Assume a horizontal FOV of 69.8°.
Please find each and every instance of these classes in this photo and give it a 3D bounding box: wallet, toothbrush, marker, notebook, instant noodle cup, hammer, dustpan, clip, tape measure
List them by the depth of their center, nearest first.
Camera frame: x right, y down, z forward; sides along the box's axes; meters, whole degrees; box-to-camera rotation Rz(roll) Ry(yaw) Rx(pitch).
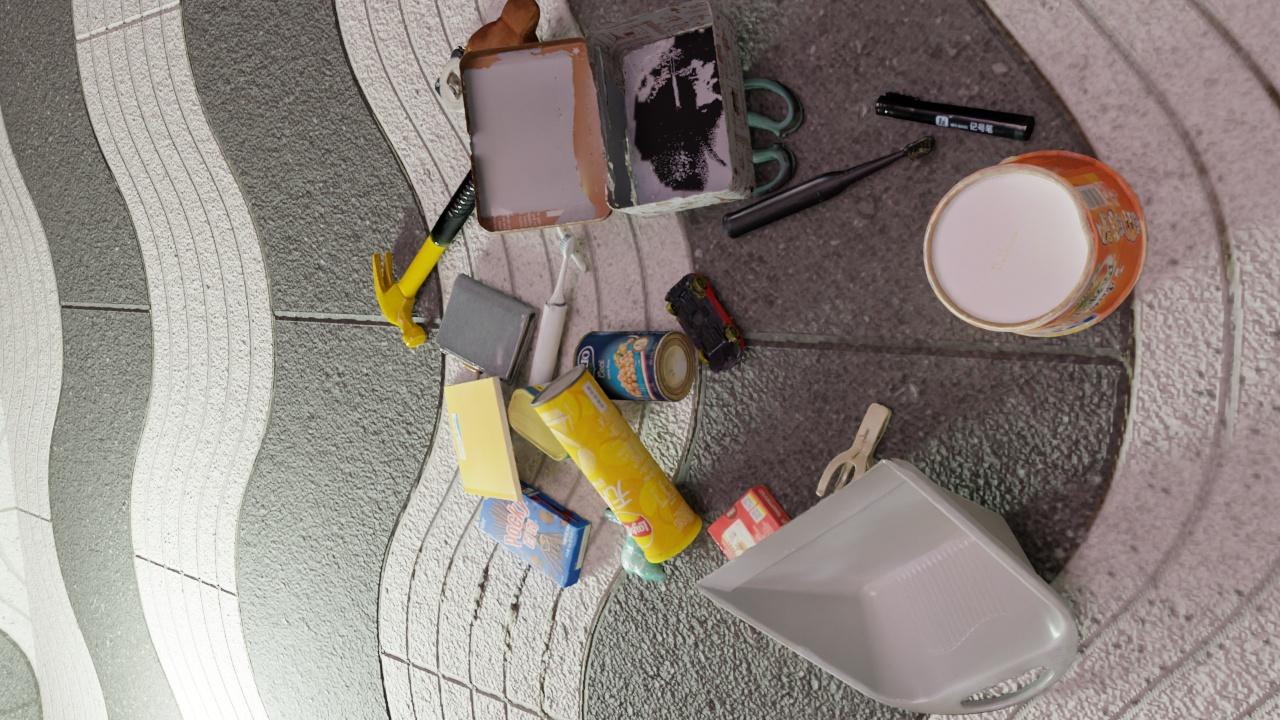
[{"bbox_3d":[0.293,-0.087,0.700,0.152,0.111,0.151,7,102,36],"label":"instant noodle cup"},{"bbox_3d":[0.224,0.212,0.756,0.223,0.257,0.142,-43,48,34],"label":"dustpan"},{"bbox_3d":[0.260,-0.205,0.765,0.132,0.020,0.022,22,81,34],"label":"marker"},{"bbox_3d":[0.195,0.094,0.837,0.035,0.096,0.101,29,125,31],"label":"clip"},{"bbox_3d":[0.167,-0.157,0.838,0.213,0.027,0.026,-18,124,38],"label":"toothbrush"},{"bbox_3d":[-0.108,-0.176,1.053,0.017,0.016,0.187,-43,71,42],"label":"toothbrush"},{"bbox_3d":[-0.103,-0.039,1.057,0.026,0.026,0.221,37,122,42],"label":"toothbrush"},{"bbox_3d":[-0.208,-0.329,1.093,0.066,0.033,0.066,52,125,19],"label":"tape measure"},{"bbox_3d":[-0.195,0.096,1.115,0.207,0.010,0.146,-11,91,62],"label":"notebook"},{"bbox_3d":[-0.189,-0.036,1.126,0.130,0.037,0.106,26,102,30],"label":"wallet"},{"bbox_3d":[-0.254,-0.155,1.158,0.302,0.032,0.128,-47,71,33],"label":"hammer"}]

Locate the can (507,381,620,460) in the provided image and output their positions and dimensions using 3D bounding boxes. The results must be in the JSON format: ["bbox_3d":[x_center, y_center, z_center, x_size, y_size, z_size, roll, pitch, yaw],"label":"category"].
[{"bbox_3d":[-0.087,0.065,1.034,0.102,0.083,0.057,32,115,30],"label":"can"}]

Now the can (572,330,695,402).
[{"bbox_3d":[-0.006,0.006,0.968,0.111,0.075,0.075,1,98,37],"label":"can"}]

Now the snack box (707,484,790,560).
[{"bbox_3d":[0.140,0.207,0.921,0.153,0.025,0.075,52,125,19],"label":"snack box"}]

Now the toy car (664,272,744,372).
[{"bbox_3d":[0.068,-0.038,0.931,0.049,0.031,0.106,-43,70,35],"label":"toy car"}]

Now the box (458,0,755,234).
[{"bbox_3d":[-0.036,-0.224,0.876,0.261,0.102,0.178,-7,90,23],"label":"box"}]

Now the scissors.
[{"bbox_3d":[0.083,-0.240,0.895,0.185,0.019,0.130,35,116,26],"label":"scissors"}]

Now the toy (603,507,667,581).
[{"bbox_3d":[-0.006,0.197,1.030,0.097,0.030,0.092,4,95,44],"label":"toy"}]

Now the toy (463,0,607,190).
[{"bbox_3d":[-0.099,-0.274,0.979,0.130,0.140,0.199,-23,83,-4],"label":"toy"}]

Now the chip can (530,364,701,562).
[{"bbox_3d":[-0.024,0.108,0.952,0.072,0.071,0.213,-27,105,37],"label":"chip can"}]

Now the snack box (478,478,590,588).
[{"bbox_3d":[-0.133,0.204,1.128,0.157,0.026,0.085,26,113,32],"label":"snack box"}]
